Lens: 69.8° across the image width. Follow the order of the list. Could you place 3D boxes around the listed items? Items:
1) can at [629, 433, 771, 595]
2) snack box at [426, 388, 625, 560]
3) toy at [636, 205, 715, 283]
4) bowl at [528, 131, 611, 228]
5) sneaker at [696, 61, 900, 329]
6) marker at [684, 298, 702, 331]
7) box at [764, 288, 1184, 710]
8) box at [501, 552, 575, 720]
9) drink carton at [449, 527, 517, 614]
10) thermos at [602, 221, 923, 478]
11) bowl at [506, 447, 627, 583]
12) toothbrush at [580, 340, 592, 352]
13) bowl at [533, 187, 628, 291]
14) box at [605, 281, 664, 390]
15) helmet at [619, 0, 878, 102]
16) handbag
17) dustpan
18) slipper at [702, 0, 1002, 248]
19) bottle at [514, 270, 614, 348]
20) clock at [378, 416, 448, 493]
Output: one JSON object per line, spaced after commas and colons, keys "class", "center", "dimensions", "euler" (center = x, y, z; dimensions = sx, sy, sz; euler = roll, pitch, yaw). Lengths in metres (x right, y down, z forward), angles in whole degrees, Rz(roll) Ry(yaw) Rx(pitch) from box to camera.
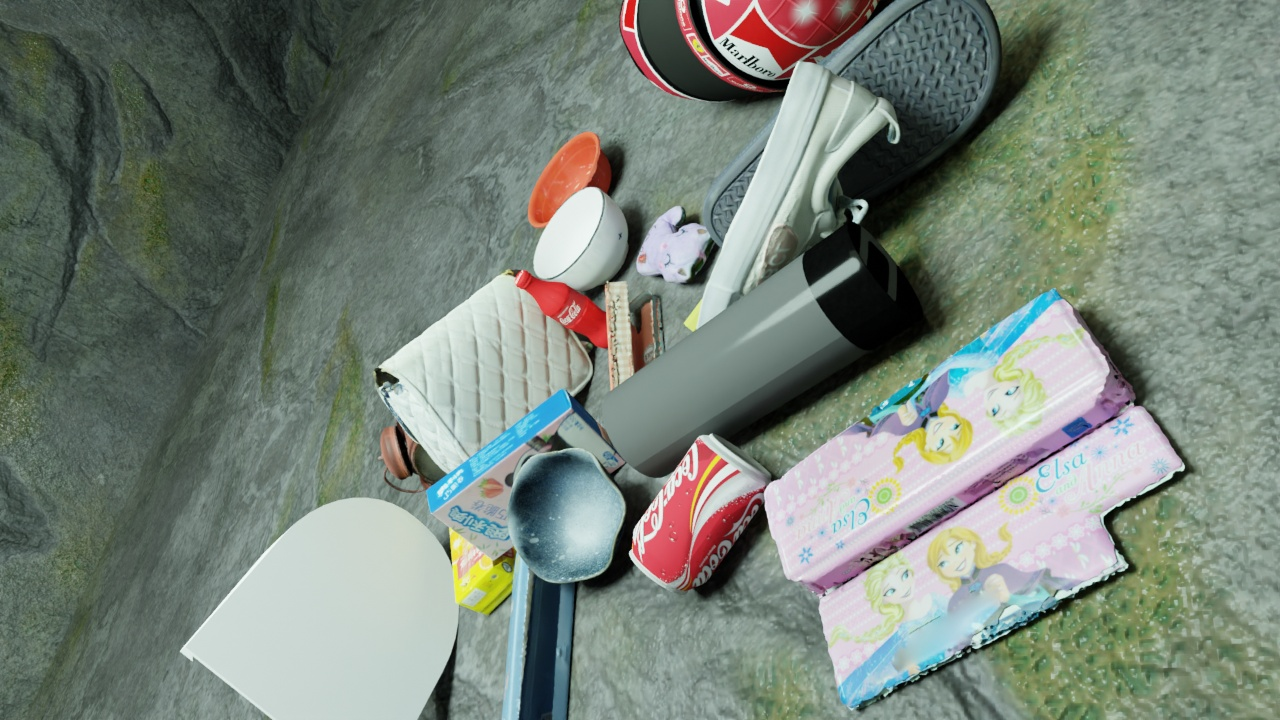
{"class": "can", "center": [0.042, 0.110, 0.656], "dimensions": [0.105, 0.064, 0.064], "euler": [-56, 32, 5]}
{"class": "snack box", "center": [-0.099, 0.101, 0.799], "dimensions": [0.154, 0.088, 0.033], "euler": [-37, 37, 6]}
{"class": "toy", "center": [0.033, -0.110, 0.873], "dimensions": [0.100, 0.036, 0.080], "euler": [16, 78, 58]}
{"class": "bowl", "center": [-0.076, -0.204, 1.088], "dimensions": [0.131, 0.045, 0.130], "euler": [-34, 40, 34]}
{"class": "sneaker", "center": [0.113, -0.096, 0.686], "dimensions": [0.089, 0.091, 0.243], "euler": [-68, 0, -49]}
{"class": "marker", "center": [0.082, -0.075, 0.796], "dimensions": [0.124, 0.017, 0.021], "euler": [-53, 33, 6]}
{"class": "box", "center": [0.176, 0.081, 0.527], "dimensions": [0.231, 0.035, 0.159], "euler": [-41, 36, 27]}
{"class": "box", "center": [-0.098, 0.242, 0.745], "dimensions": [0.068, 0.059, 0.209], "euler": [-34, 39, 37]}
{"class": "drink carton", "center": [-0.152, 0.172, 0.887], "dimensions": [0.059, 0.043, 0.134], "euler": [-45, 35, 19]}
{"class": "thermos", "center": [0.083, -0.002, 0.675], "dimensions": [0.241, 0.082, 0.082], "euler": [-36, 39, 32]}
{"class": "bowl", "center": [-0.052, 0.127, 0.762], "dimensions": [0.110, 0.055, 0.110], "euler": [-2, 85, 25]}
{"class": "toothbrush", "center": [-0.105, -0.015, 1.003], "dimensions": [0.189, 0.016, 0.017], "euler": [-1, 53, 53]}
{"class": "bowl", "center": [-0.056, -0.121, 0.976], "dimensions": [0.114, 0.063, 0.113], "euler": [-33, 40, 33]}
{"class": "box", "center": [-0.001, 0.007, 0.834], "dimensions": [0.056, 0.064, 0.187], "euler": [102, 168, -51]}
{"class": "helmet", "center": [0.110, -0.352, 0.821], "dimensions": [0.271, 0.197, 0.224], "euler": [-59, 31, 15]}
{"class": "handbag", "center": [-0.146, 0.013, 0.873], "dimensions": [0.073, 0.139, 0.194], "euler": [-25, 14, 46]}
{"class": "dustpan", "center": [-0.269, 0.238, 0.835], "dimensions": [0.053, 0.191, 0.257], "euler": [-39, 13, 28]}
{"class": "slipper", "center": [0.160, -0.180, 0.715], "dimensions": [0.269, 0.110, 0.083], "euler": [-39, 17, 36]}
{"class": "bottle", "center": [-0.070, -0.052, 0.887], "dimensions": [0.036, 0.119, 0.036], "euler": [-34, 40, 34]}
{"class": "clock", "center": [-0.204, 0.083, 0.963], "dimensions": [0.158, 0.120, 0.072], "euler": [-40, 44, 13]}
